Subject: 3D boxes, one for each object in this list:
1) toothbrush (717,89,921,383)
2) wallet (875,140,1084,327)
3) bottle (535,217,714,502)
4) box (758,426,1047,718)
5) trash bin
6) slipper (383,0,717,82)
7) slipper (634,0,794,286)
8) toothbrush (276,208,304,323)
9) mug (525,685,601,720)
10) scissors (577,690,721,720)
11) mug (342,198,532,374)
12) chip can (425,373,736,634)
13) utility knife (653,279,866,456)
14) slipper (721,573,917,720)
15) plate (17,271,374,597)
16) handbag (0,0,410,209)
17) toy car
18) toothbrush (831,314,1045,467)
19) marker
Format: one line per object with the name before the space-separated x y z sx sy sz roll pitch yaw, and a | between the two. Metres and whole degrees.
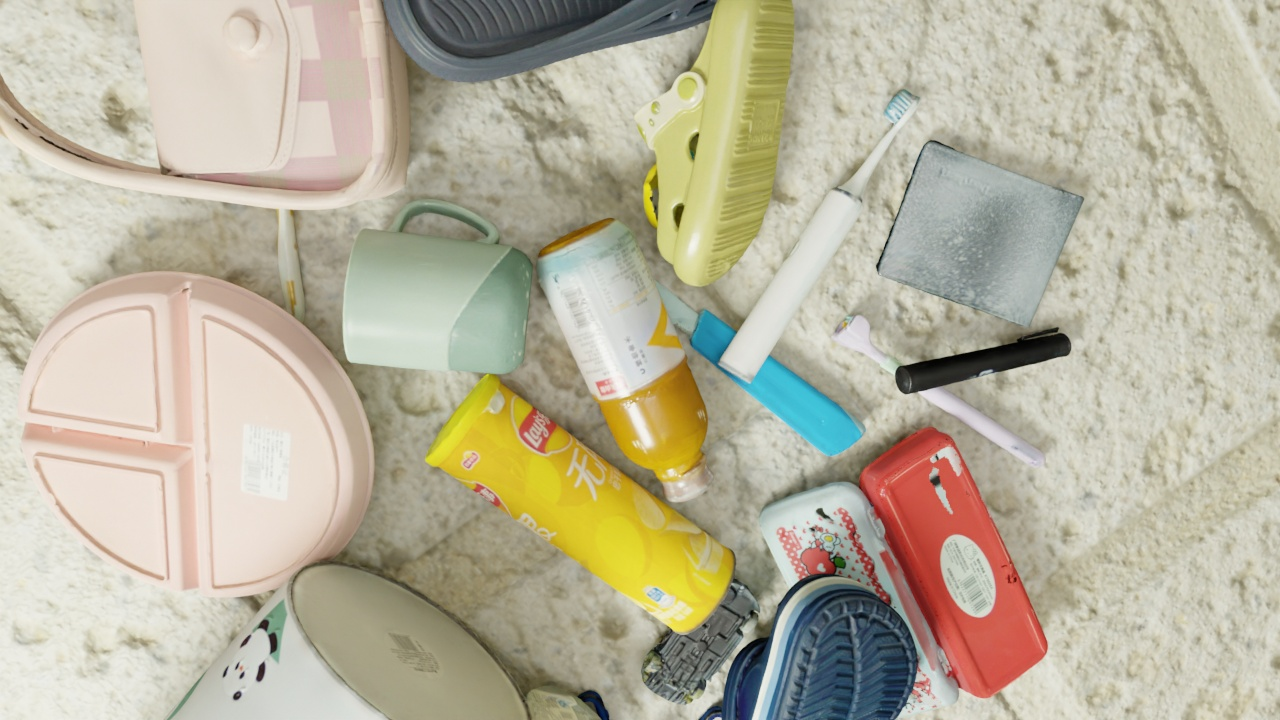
toothbrush | 0.122 -0.083 0.608 0.026 0.027 0.221 33 90 -3
wallet | 0.231 -0.086 0.629 0.121 0.019 0.097 18 98 -8
bottle | -0.004 0.004 0.600 0.068 0.068 0.189 -24 104 0
box | 0.192 0.163 0.663 0.161 0.060 0.201 -27 102 5
trash bin | -0.212 0.281 0.570 0.229 0.229 0.252 37 91 -12
slipper | -0.009 -0.233 0.511 0.267 0.083 0.111 -29 108 -19
slipper | 0.042 -0.144 0.574 0.082 0.091 0.191 21 112 28
toothbrush | -0.232 -0.113 0.581 0.018 0.016 0.191 -1 102 6
mug | -0.062 0.303 0.652 0.124 0.083 0.103 30 104 -26
scissors | 0.001 0.317 0.697 0.162 0.012 0.176 -29 102 0
mug | -0.123 -0.048 0.578 0.106 0.082 0.111 5 70 -6
chip can | -0.038 0.098 0.617 0.213 0.072 0.072 38 96 -13
utility knife | 0.074 0.003 0.633 0.191 0.018 0.034 37 90 -9
slipper | 0.114 0.245 0.657 0.105 0.095 0.253 -2 120 -23
plate | -0.285 0.057 0.582 0.229 0.028 0.230 1 111 3
handbag | -0.253 -0.179 0.515 0.234 0.093 0.193 -5 101 -10
toy car | 0.043 0.200 0.666 0.049 0.031 0.106 34 99 -12
toothbrush | 0.216 0.026 0.651 0.189 0.021 0.029 33 135 -13
marker | 0.238 0.000 0.635 0.132 0.020 0.022 -12 84 -14
